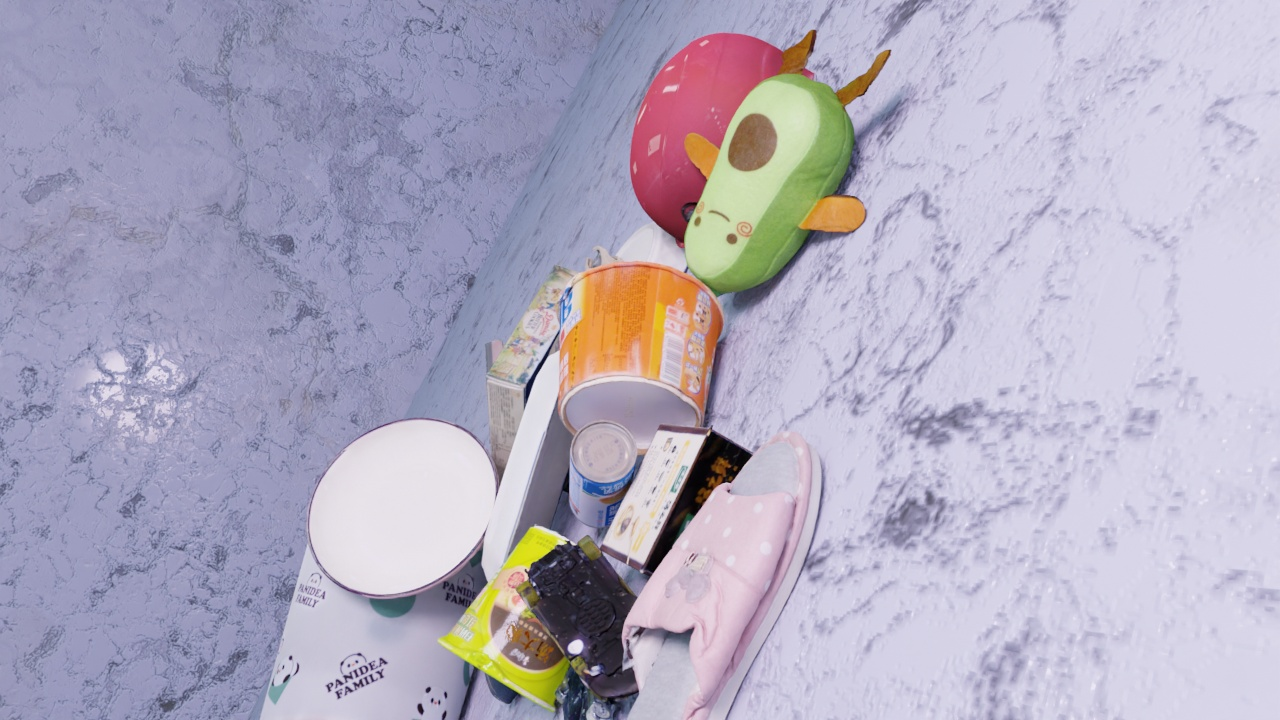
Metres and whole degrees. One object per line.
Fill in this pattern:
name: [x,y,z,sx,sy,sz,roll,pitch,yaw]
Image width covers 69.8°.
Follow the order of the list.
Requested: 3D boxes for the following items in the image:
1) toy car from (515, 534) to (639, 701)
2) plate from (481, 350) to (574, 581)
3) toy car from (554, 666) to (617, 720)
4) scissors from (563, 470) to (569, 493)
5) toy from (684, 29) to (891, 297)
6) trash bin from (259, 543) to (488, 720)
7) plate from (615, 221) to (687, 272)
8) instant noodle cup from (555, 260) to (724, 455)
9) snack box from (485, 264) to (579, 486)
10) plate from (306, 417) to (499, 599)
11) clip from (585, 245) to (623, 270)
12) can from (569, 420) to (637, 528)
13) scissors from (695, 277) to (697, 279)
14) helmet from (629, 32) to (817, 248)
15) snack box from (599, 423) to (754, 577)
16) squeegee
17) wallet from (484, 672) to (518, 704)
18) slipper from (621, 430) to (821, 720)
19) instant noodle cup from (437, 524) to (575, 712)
toy car: [-0.035,0.187,0.670,0.070,0.042,0.158,-34,38,-13]
plate: [-0.101,0.103,0.903,0.162,0.034,0.265,37,-110,-81]
toy car: [-0.037,0.249,0.659,0.043,0.034,0.090,-54,20,13]
scissors: [-0.037,0.069,0.989,0.160,0.014,0.178,-52,17,22]
toy: [0.111,-0.161,0.776,0.227,0.090,0.247,40,109,50]
trash bin: [-0.270,0.286,0.969,0.230,0.229,0.251,-44,29,44]
plate: [-0.013,-0.080,1.100,0.205,0.045,0.204,-52,18,25]
instant noodle cup: [-0.005,0.005,0.787,0.152,0.151,0.111,-42,33,45]
snack box: [-0.107,0.022,0.986,0.178,0.046,0.182,96,-165,-46]
plate: [-0.230,0.147,0.907,0.039,0.192,0.192,78,-154,-55]
clip: [-0.037,-0.106,1.080,0.070,0.034,0.099,-55,23,14]
can: [-0.033,0.100,0.778,0.135,0.053,0.053,99,-170,-63]
scissors: [0.043,-0.051,0.950,0.119,0.017,0.133,-58,12,22]
helmet: [0.062,-0.237,0.951,0.241,0.144,0.206,-35,32,44]
snack box: [0.025,0.106,0.680,0.113,0.053,0.126,-64,17,-10]
squeegee: [-0.112,-0.040,1.180,0.250,0.040,0.247,-49,27,19]
wallet: [-0.105,0.250,0.860,0.115,0.033,0.090,-58,20,5]
slipper: [0.032,0.164,0.566,0.274,0.054,0.114,-64,17,-10]
instant noodle cup: [-0.089,0.208,0.766,0.123,0.111,0.112,-59,16,-20]
